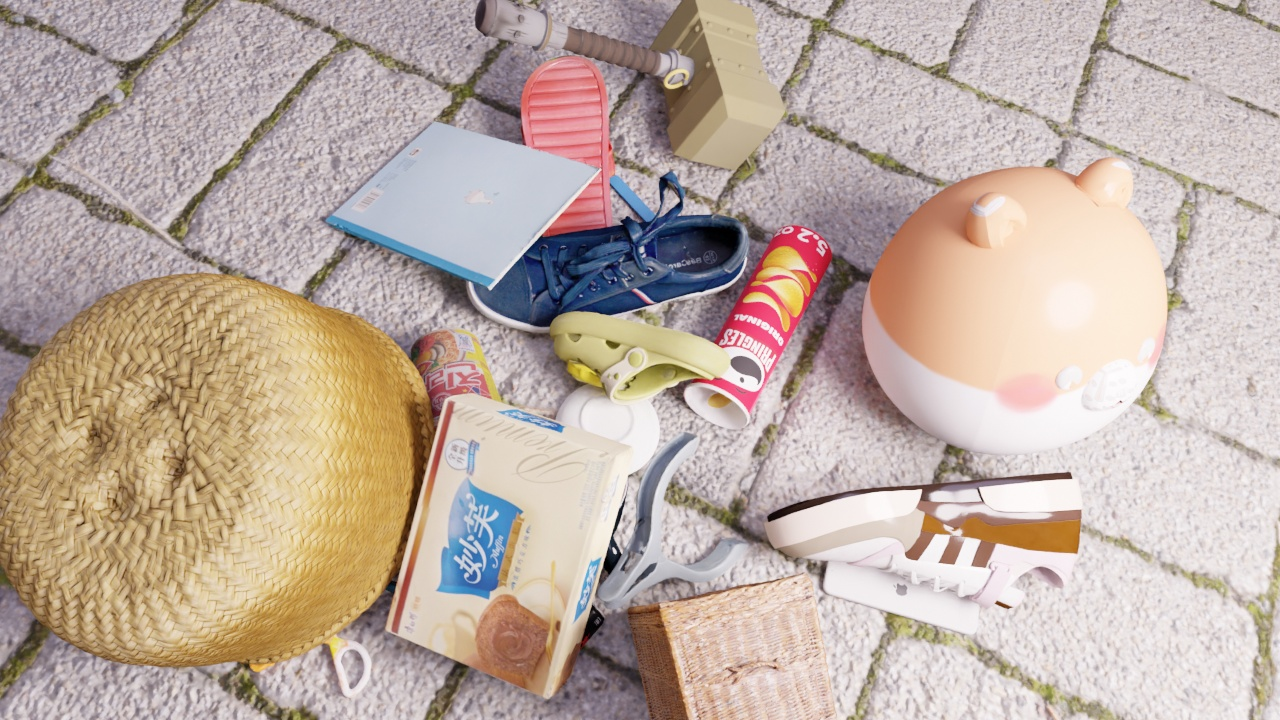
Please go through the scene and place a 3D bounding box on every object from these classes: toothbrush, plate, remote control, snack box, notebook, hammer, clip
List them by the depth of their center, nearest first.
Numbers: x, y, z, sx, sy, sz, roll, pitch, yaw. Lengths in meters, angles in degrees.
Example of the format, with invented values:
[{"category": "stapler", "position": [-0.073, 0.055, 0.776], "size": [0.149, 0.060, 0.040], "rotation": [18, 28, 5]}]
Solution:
[{"category": "snack box", "position": [-0.108, 0.148, 0.749], "size": [0.153, 0.055, 0.207], "rotation": [17, 97, 14]}, {"category": "clip", "position": [0.028, 0.128, 0.801], "size": [0.168, 0.031, 0.164], "rotation": [-11, 102, -40]}, {"category": "remote control", "position": [0.244, 0.216, 0.859], "size": [0.146, 0.008, 0.045], "rotation": [16, 63, 2]}, {"category": "plate", "position": [-0.032, 0.063, 0.900], "size": [0.104, 0.026, 0.104], "rotation": [2, 64, -4]}, {"category": "notebook", "position": [-0.190, -0.170, 0.956], "size": [0.254, 0.009, 0.180], "rotation": [23, 61, 32]}, {"category": "hammer", "position": [-0.019, -0.329, 0.982], "size": [0.324, 0.101, 0.190], "rotation": [5, 60, -31]}, {"category": "toothbrush", "position": [0.015, -0.151, 1.021], "size": [0.016, 0.014, 0.166], "rotation": [-33, 67, -18]}]

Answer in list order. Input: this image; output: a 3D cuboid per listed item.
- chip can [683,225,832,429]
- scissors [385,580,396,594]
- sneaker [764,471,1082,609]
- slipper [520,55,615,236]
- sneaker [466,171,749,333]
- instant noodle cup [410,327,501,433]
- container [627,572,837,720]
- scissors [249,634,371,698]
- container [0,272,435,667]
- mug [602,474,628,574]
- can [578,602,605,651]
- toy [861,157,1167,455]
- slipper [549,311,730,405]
[{"category": "chip can", "position": [0.124, -0.038, 0.941], "size": [0.069, 0.069, 0.220], "rotation": [27, 64, 8]}, {"category": "scissors", "position": [-0.165, 0.200, 0.823], "size": [0.151, 0.019, 0.118], "rotation": [-4, 61, -12]}, {"category": "sneaker", "position": [0.260, 0.174, 0.837], "size": [0.293, 0.112, 0.116], "rotation": [-3, 78, -9]}, {"category": "slipper", "position": [-0.079, -0.215, 1.017], "size": [0.103, 0.059, 0.248], "rotation": [-3, 80, -6]}, {"category": "sneaker", "position": [-0.029, -0.103, 0.913], "size": [0.294, 0.127, 0.120], "rotation": [-9, 84, -6]}, {"category": "instant noodle cup", "position": [-0.178, 0.032, 0.868], "size": [0.100, 0.100, 0.112], "rotation": [-11, 58, -11]}, {"category": "container", "position": [0.065, 0.239, 0.726], "size": [0.113, 0.199, 0.112], "rotation": [-9, 76, -11]}, {"category": "scissors", "position": [-0.275, 0.238, 0.797], "size": [0.125, 0.011, 0.131], "rotation": [-34, 73, -18]}, {"category": "container", "position": [-0.333, 0.080, 0.726], "size": [0.307, 0.196, 0.306], "rotation": [-2, 76, 10]}, {"category": "mug", "position": [-0.047, 0.138, 0.822], "size": [0.085, 0.095, 0.121], "rotation": [-26, 69, -17]}, {"category": "can", "position": [-0.068, 0.246, 0.801], "size": [0.031, 0.032, 0.080], "rotation": [39, 66, 13]}, {"category": "toy", "position": [0.349, -0.050, 0.854], "size": [0.262, 0.281, 0.265], "rotation": [-18, 46, -14]}, {"category": "slipper", "position": [-0.005, 0.005, 0.880], "size": [0.191, 0.091, 0.081], "rotation": [10, 84, 32]}]
